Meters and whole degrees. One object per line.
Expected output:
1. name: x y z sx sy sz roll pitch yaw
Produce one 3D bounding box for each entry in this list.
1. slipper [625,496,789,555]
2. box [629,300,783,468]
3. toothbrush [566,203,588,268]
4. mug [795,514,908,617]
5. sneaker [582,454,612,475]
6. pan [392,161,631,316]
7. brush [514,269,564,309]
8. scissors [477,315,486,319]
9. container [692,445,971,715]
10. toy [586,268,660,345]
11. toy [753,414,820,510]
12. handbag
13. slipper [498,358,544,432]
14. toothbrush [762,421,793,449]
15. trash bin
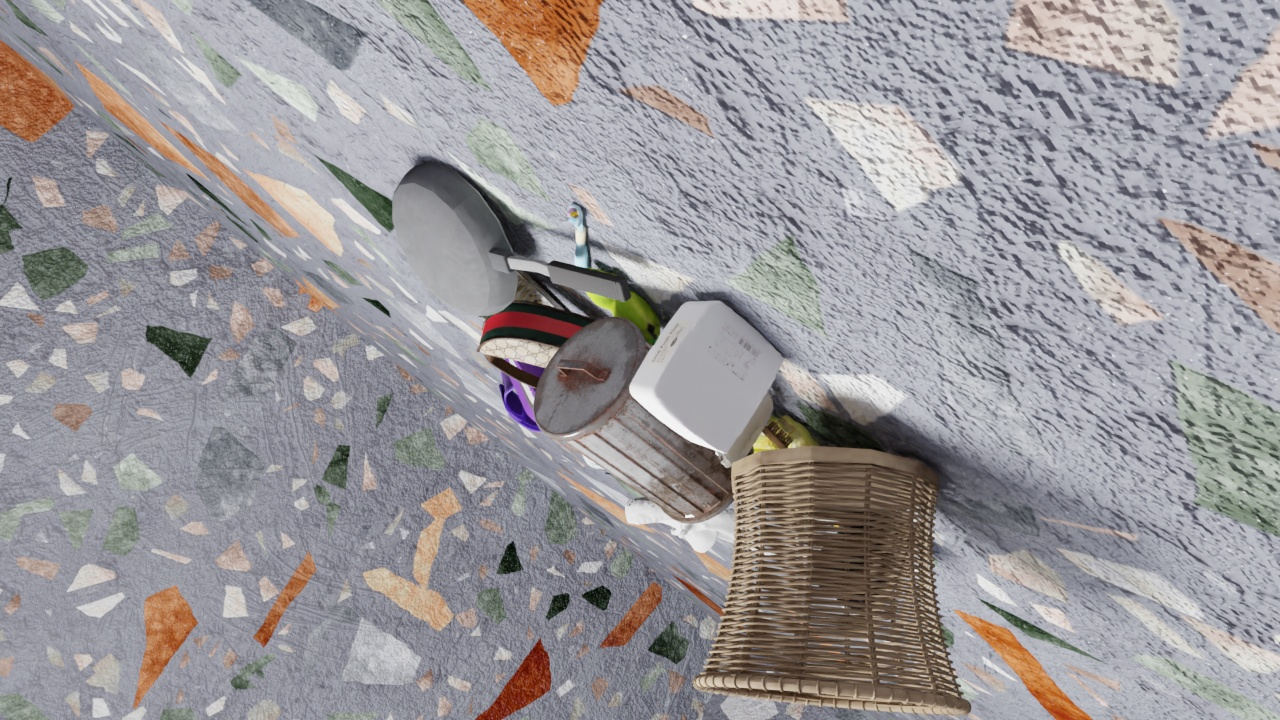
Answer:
1. slipper: 0.093 0.229 1.270 0.246 0.074 0.112 15 157 -20
2. box: 0.079 0.033 0.820 0.083 0.110 0.190 23 164 48
3. toothbrush: -0.058 -0.106 0.873 0.155 0.016 0.022 94 157 -72
4. mug: 0.233 0.207 1.007 0.119 0.100 0.085 31 165 20
5. sneaker: 0.028 0.149 1.297 0.295 0.120 0.127 10 137 54
6. pan: -0.144 -0.101 0.926 0.358 0.041 0.179 18 134 41
7. brush: -0.127 -0.047 1.128 0.271 0.056 0.083 46 162 -31
8. scissors: -0.153 -0.048 1.206 0.132 0.012 0.170 -8 139 15
9. container: 0.166 0.197 0.809 0.227 0.195 0.227 5 158 2
10. toy: -0.017 -0.051 0.911 0.093 0.036 0.094 36 160 22
11. toy: 0.142 0.108 0.992 0.171 0.064 0.155 17 140 45
12. handbag: -0.106 -0.005 1.072 0.166 0.063 0.139 14 152 -7
13. slipper: -0.139 0.059 1.231 0.107 0.084 0.266 25 -169 -21
14. toothbrush: 0.088 0.029 0.921 0.167 0.016 0.016 44 -173 6
15. trash bin: 0.002 0.059 0.896 0.211 0.130 0.131 41 166 -36
